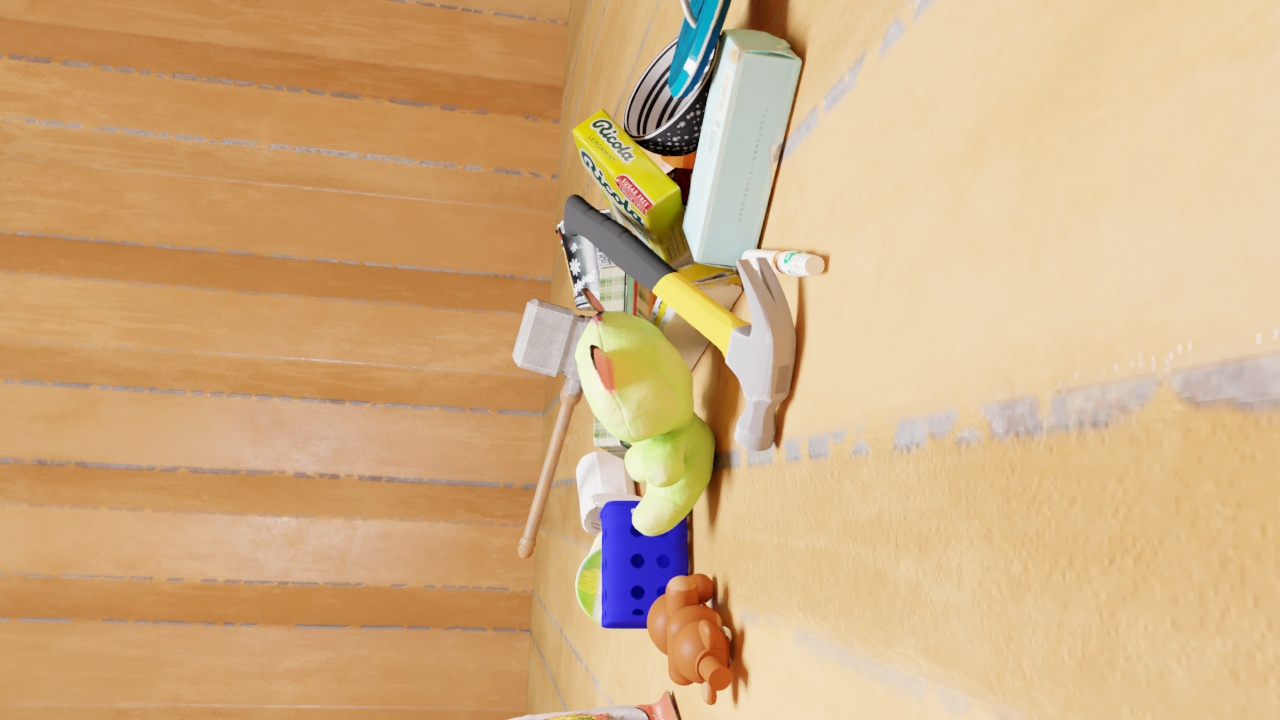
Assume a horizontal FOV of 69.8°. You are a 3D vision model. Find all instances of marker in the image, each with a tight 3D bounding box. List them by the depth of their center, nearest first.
[{"bbox_3d":[0.100,-0.071,0.658,0.145,0.017,0.017,-139,54,-78],"label":"marker"}]

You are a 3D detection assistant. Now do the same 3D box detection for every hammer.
[{"bbox_3d":[0.017,-0.065,0.743,0.323,0.029,0.127,44,134,46],"label":"hammer"},{"bbox_3d":[-0.103,0.097,1.148,0.083,0.162,0.317,-146,73,-79],"label":"hammer"}]

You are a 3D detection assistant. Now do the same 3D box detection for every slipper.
[{"bbox_3d":[0.052,-0.349,0.768,0.118,0.060,0.294,132,154,-73],"label":"slipper"}]

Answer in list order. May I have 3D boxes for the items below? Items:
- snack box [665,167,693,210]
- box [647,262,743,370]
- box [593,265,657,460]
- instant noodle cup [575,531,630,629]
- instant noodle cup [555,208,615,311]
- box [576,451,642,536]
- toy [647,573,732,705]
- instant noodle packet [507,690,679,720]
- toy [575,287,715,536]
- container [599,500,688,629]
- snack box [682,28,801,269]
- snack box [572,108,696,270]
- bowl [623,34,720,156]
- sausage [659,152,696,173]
[{"bbox_3d":[0.044,-0.164,0.914,0.141,0.051,0.032,-157,71,-79],"label":"snack box"},{"bbox_3d":[0.038,-0.029,0.850,0.210,0.064,0.037,117,133,-65],"label":"box"},{"bbox_3d":[-0.006,0.006,0.999,0.117,0.051,0.205,43,-135,-63],"label":"box"},{"bbox_3d":[-0.021,0.230,1.017,0.108,0.099,0.099,-99,14,-81],"label":"instant noodle cup"},{"bbox_3d":[-0.033,-0.120,1.130,0.137,0.137,0.112,162,103,-79],"label":"instant noodle cup"},{"bbox_3d":[-0.038,0.170,1.166,0.155,0.084,0.126,-100,24,-49],"label":"box"},{"bbox_3d":[0.048,0.226,0.746,0.128,0.065,0.095,-153,60,-70],"label":"toy"},{"bbox_3d":[-0.069,0.386,0.842,0.164,0.221,0.084,-118,31,-71],"label":"instant noodle packet"},{"bbox_3d":[0.006,0.041,0.804,0.150,0.107,0.197,-100,-2,-60],"label":"toy"},{"bbox_3d":[0.003,0.203,0.902,0.085,0.084,0.113,114,157,-68],"label":"container"},{"bbox_3d":[0.076,-0.166,0.728,0.074,0.053,0.175,-102,20,-58],"label":"snack box"},{"bbox_3d":[0.001,-0.138,0.870,0.121,0.045,0.181,51,174,25],"label":"snack box"},{"bbox_3d":[0.049,-0.234,0.838,0.120,0.066,0.120,-34,40,34],"label":"bowl"},{"bbox_3d":[0.036,-0.213,0.993,0.039,0.044,0.164,-112,28,-59],"label":"sausage"}]
